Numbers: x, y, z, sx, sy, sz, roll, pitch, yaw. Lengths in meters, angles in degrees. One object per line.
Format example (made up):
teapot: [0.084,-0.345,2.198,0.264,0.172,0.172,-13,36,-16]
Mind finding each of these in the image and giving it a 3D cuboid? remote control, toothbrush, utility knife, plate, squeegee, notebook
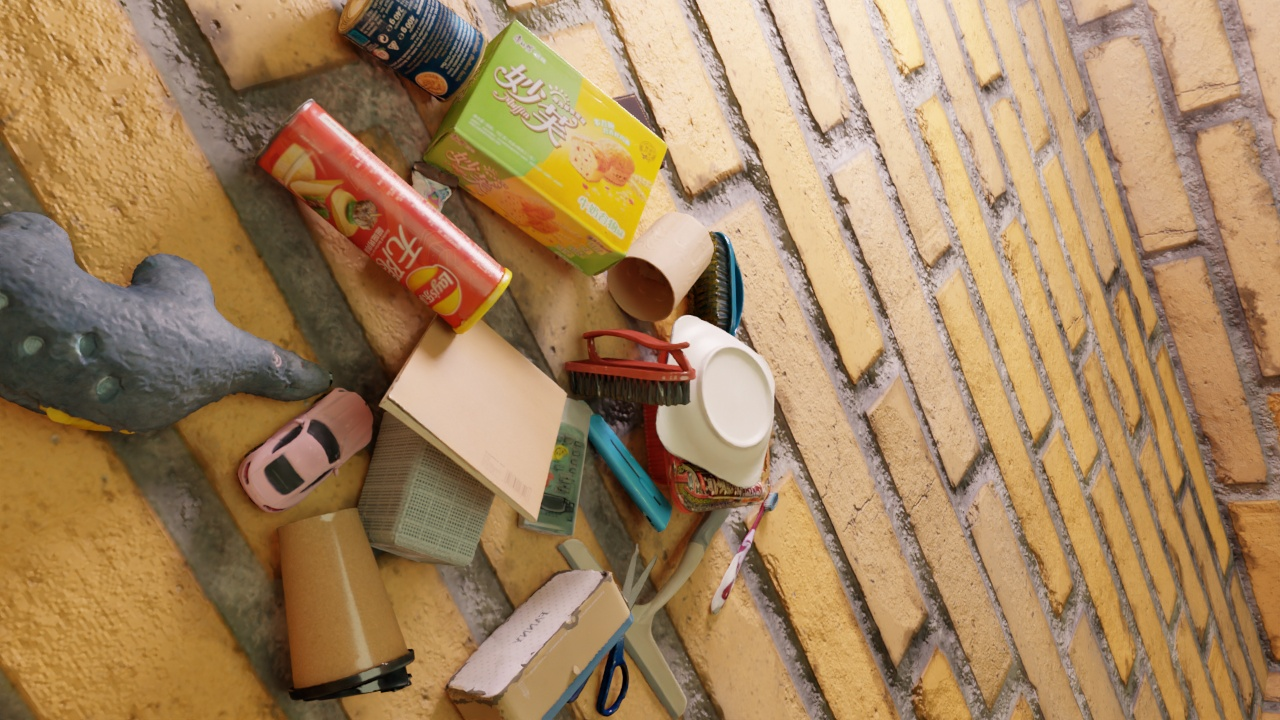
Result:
remote control: [-0.083,0.102,0.899,0.056,0.019,0.135,19,68,-28]
toothbrush: [0.127,0.227,1.094,0.016,0.017,0.187,54,48,-22]
utility knife: [-0.020,0.106,0.958,0.166,0.018,0.034,54,46,-10]
plate: [0.092,0.041,0.977,0.163,0.034,0.164,28,60,-32]
squeegee: [0.052,0.214,1.006,0.245,0.039,0.246,-47,114,-41]
notebook: [-0.129,0.032,0.777,0.149,0.012,0.211,42,20,-16]

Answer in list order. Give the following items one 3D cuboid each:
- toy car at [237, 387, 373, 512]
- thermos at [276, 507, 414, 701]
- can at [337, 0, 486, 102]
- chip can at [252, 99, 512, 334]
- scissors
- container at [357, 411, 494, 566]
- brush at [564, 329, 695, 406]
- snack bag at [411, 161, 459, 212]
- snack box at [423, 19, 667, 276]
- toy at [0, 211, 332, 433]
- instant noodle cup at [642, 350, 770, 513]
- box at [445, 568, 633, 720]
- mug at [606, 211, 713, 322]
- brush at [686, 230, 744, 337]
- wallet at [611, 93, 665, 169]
toy car: [-0.259,0.069,0.723,0.122,0.037,0.056,-48,116,-41]
thermos: [-0.229,0.189,0.696,0.092,0.093,0.143,-7,78,-46]
can: [-0.206,-0.295,0.826,0.111,0.075,0.075,29,62,-37]
chip can: [-0.208,-0.116,0.761,0.216,0.073,0.073,42,54,-19]
scissors: [-0.021,0.274,0.917,0.169,0.012,0.147,-36,114,-32]
container: [-0.175,0.107,0.763,0.090,0.090,0.111,31,63,-37]
brush: [-0.005,0.005,0.914,0.063,0.146,0.069,-7,100,-47]
snack bag: [-0.199,-0.131,0.832,0.045,0.026,0.105,23,65,-23]
snack box: [-0.087,-0.206,0.911,0.210,0.070,0.157,34,58,-25]
toy: [-0.363,-0.022,0.609,0.356,0.092,0.137,28,34,-40]
instant noodle cup: [0.069,0.073,1.024,0.164,0.079,0.188,4,79,-45]
box: [-0.091,0.263,0.816,0.183,0.090,0.059,-42,112,-39]
mug: [0.008,-0.118,1.014,0.124,0.084,0.103,39,49,0]
brush: [0.093,-0.084,1.099,0.073,0.055,0.143,9,75,-44]
wallet: [-0.030,-0.250,1.037,0.122,0.020,0.096,-28,97,-44]
